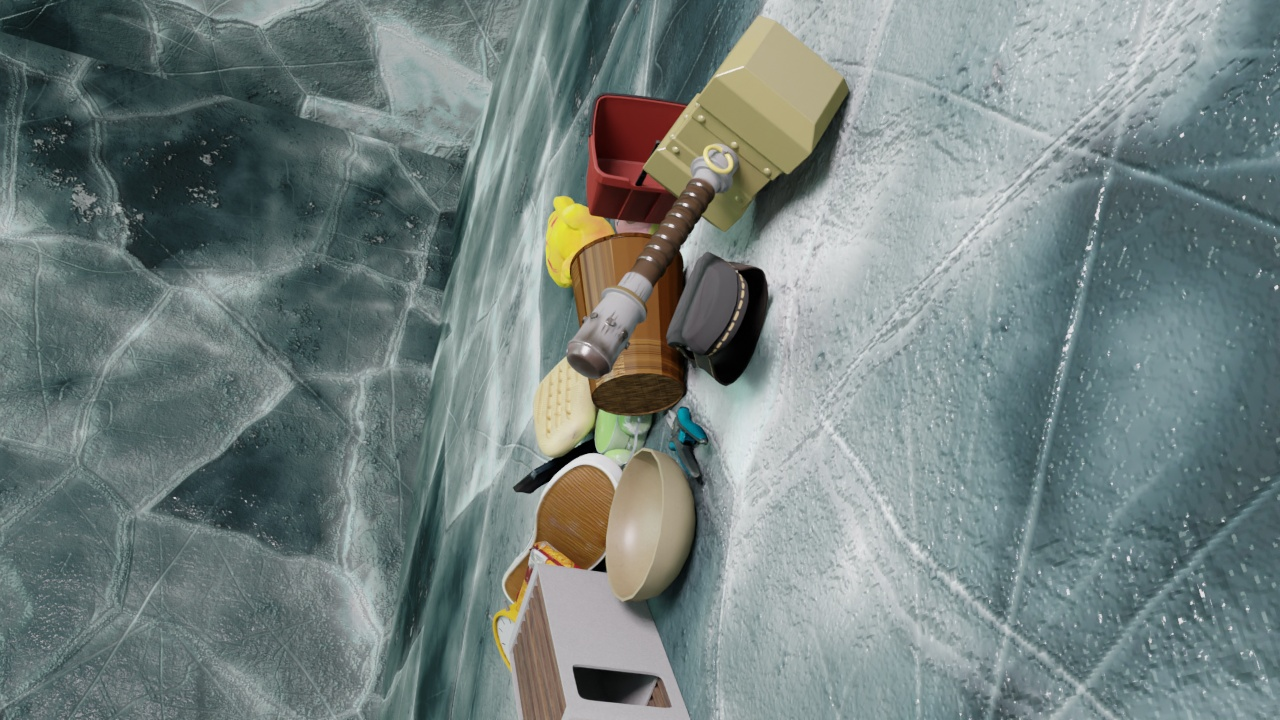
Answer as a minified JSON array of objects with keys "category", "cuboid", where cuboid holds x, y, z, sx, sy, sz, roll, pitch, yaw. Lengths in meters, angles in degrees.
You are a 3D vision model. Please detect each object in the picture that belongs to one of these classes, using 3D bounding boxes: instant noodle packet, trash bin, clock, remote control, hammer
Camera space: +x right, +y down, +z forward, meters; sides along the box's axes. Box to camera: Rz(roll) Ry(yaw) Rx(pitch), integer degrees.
[{"category":"instant noodle packet","cuboid":[-0.090,0.281,1.075,0.135,0.039,0.099,30,111,28]},{"category":"trash bin","cuboid":[-0.050,0.318,0.907,0.228,0.114,0.115,-120,46,-64]},{"category":"clock","cuboid":[-0.021,0.081,1.094,0.119,0.042,0.094,-116,41,-61]},{"category":"remote control","cuboid":[-0.105,0.138,1.188,0.047,0.022,0.150,-41,-9,30]},{"category":"hammer","cuboid":[0.033,-0.117,0.777,0.324,0.100,0.191,-58,9,-27]},{"category":"clock","cuboid":[-0.133,0.370,1.149,0.152,0.051,0.114,56,143,15]}]

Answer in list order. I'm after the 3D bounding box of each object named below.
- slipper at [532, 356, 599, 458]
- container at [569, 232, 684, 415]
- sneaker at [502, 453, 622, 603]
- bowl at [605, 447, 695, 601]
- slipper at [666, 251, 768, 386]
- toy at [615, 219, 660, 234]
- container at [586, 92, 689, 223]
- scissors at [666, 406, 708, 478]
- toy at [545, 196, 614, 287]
[{"category":"slipper","cuboid":[-0.084,0.065,1.225,0.111,0.079,0.261,-45,17,11]},{"category":"container","cuboid":[-0.010,-0.035,1.021,0.132,0.132,0.167,129,142,-52]},{"category":"sneaker","cuboid":[-0.082,0.197,1.148,0.127,0.121,0.295,-47,-10,-48]},{"category":"bowl","cuboid":[0.015,0.167,0.919,0.152,0.050,0.152,-168,91,-71]},{"category":"slipper","cuboid":[0.076,-0.039,0.857,0.268,0.076,0.113,-135,68,-85]},{"category":"toy","cuboid":[-0.001,-0.181,1.192,0.110,0.051,0.090,-156,81,-72]},{"category":"container","cuboid":[0.013,-0.242,1.045,0.201,0.148,0.127,123,149,-65]},{"category":"scissors","cuboid":[0.047,0.074,0.938,0.142,0.019,0.127,123,156,-56]},{"category":"toy","cuboid":[-0.097,-0.185,1.422,0.194,0.087,0.134,-177,82,-75]}]
